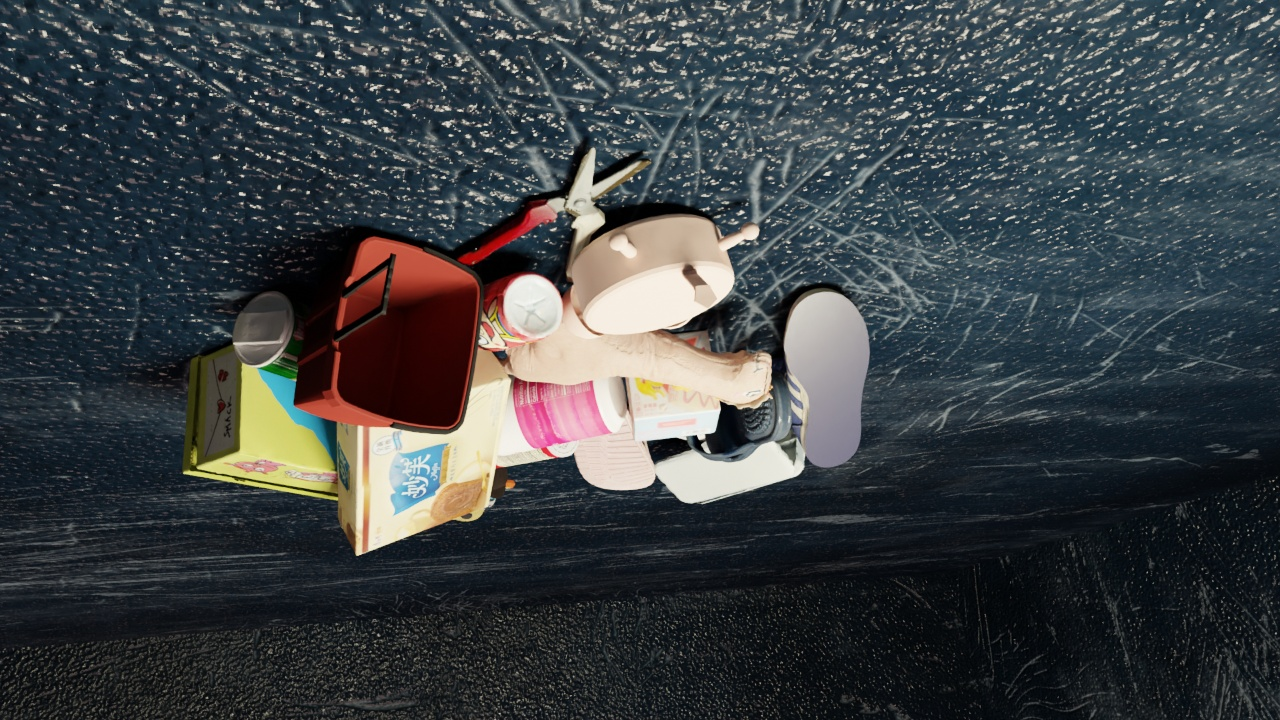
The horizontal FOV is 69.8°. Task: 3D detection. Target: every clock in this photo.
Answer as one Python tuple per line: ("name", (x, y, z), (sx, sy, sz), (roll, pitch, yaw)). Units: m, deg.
("clock", (0.012, -0.059, 0.771), (0.131, 0.086, 0.161), (-8, 168, -25))

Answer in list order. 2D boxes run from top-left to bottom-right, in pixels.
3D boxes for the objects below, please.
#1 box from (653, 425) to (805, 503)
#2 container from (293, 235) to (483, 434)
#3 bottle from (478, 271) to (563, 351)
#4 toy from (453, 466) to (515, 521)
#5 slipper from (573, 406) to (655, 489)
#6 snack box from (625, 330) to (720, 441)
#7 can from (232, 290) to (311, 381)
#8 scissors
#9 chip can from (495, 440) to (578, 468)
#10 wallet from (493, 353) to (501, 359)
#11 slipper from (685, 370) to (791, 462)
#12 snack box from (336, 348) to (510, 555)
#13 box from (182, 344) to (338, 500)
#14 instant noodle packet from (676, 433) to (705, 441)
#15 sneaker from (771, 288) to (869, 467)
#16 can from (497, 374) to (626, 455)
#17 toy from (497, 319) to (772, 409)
("box", (0.137, 0.132, 1.323), (0.212, 0.105, 0.130), (-20, 125, 36))
("container", (-0.187, -0.019, 0.718), (0.127, 0.148, 0.201), (19, 158, -38))
("bottle", (-0.128, -0.038, 0.813), (0.061, 0.062, 0.138), (9, 168, -36))
("toy", (-0.259, 0.182, 1.308), (0.176, 0.096, 0.112), (-33, 148, 28))
("slipper", (-0.044, 0.087, 1.167), (0.094, 0.064, 0.239), (-9, 142, 9))
("snack box", (0.032, 0.028, 0.993), (0.093, 0.094, 0.080), (-6, 158, -2))
("can", (-0.295, -0.012, 0.821), (0.067, 0.067, 0.121), (-16, 158, 21))
("scissors", (-0.065, -0.106, 0.729), (0.197, 0.015, 0.179), (-13, 158, 16))
("chip can", (-0.168, 0.107, 1.143), (0.215, 0.051, 0.051), (-15, 159, 42))
("wallet", (-0.213, 0.007, 0.969), (0.116, 0.018, 0.091), (-12, 159, 16))
("slipper", (0.094, 0.064, 1.063), (0.082, 0.101, 0.264), (-3, 169, -13))
("snack box", (-0.219, 0.092, 0.916), (0.153, 0.055, 0.208), (-18, 142, -32))
("box", (-0.344, 0.070, 0.942), (0.083, 0.124, 0.220), (-17, 159, 24))
("instant noodle packet", (0.102, 0.087, 1.259), (0.135, 0.026, 0.087), (-22, 154, 33))
("sneaker", (0.191, -0.007, 1.014), (0.091, 0.118, 0.233), (-15, 125, 0))
("can", (-0.104, 0.051, 1.013), (0.166, 0.088, 0.088), (-13, 158, 14))
("toy", (-0.005, 0.005, 0.915), (0.264, 0.065, 0.197), (17, 154, -19))
